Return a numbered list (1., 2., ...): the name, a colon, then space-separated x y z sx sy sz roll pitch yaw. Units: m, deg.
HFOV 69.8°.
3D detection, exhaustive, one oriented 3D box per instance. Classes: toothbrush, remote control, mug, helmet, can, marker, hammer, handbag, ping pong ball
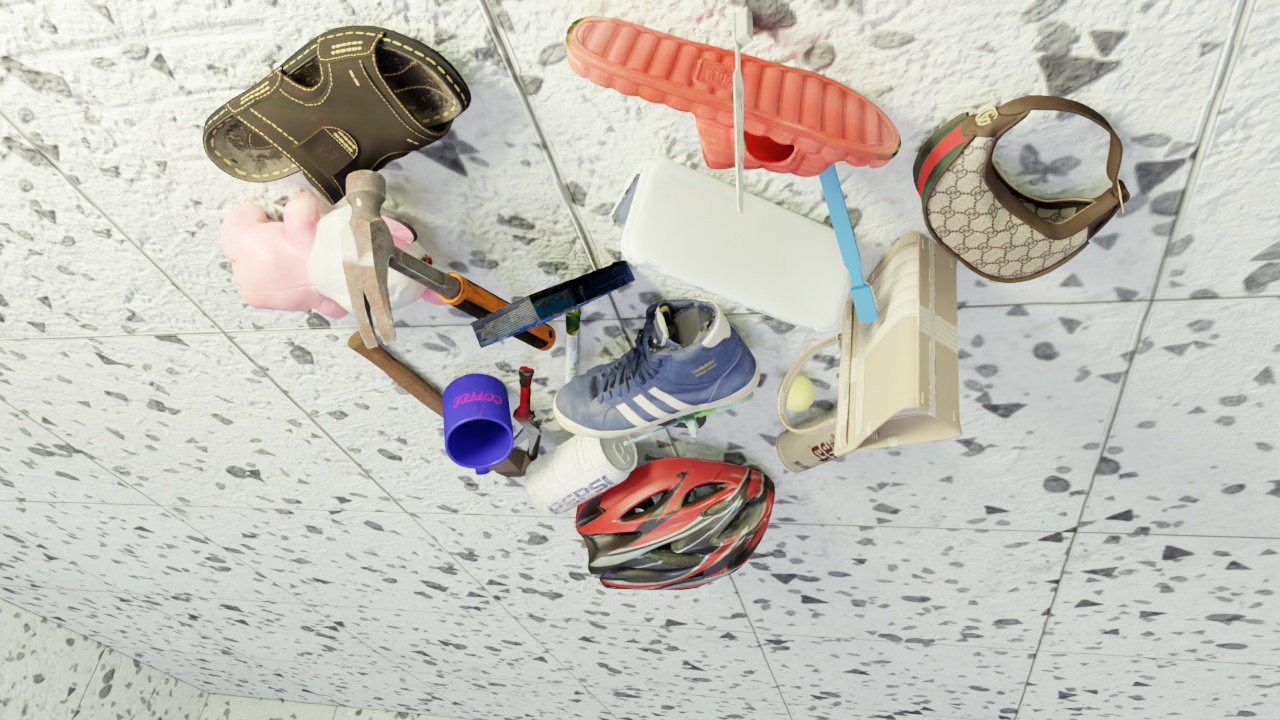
1. toothbrush: 0.067 -0.166 0.592 0.010 0.181 0.010 -23 140 35
2. remote control: 0.018 0.068 1.115 0.124 0.009 0.046 2 146 12
3. mug: -0.193 0.084 1.092 0.079 0.083 0.111 -5 127 -10
4. helmet: 0.049 0.216 1.217 0.272 0.166 0.217 -15 147 14
5. can: 0.220 0.084 1.046 0.054 0.054 0.136 28 142 -26
6. can: -0.075 0.135 1.148 0.136 0.078 0.078 -32 130 33
7. marker: -0.075 -0.012 1.011 0.017 0.017 0.147 9 146 1
8. hammer: -0.244 0.063 1.157 0.115 0.033 0.323 -10 141 30
9. toothbrush: 0.169 -0.106 0.758 0.016 0.014 0.167 -10 116 26
10. hammer: -0.161 -0.048 0.848 0.035 0.137 0.314 -12 162 20
11. handbag: 0.193 0.007 0.832 0.062 0.175 0.198 26 146 -24
12. ping pong ball: 0.170 0.036 0.998 0.040 0.040 0.040 7 147 4
13. handbag: 0.297 -0.131 0.702 0.166 0.063 0.139 30 132 -27

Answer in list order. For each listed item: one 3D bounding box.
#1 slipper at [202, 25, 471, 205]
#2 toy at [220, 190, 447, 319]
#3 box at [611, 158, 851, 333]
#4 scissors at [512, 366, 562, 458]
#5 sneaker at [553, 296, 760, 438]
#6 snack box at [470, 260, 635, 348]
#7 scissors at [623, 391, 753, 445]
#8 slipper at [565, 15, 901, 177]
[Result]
1. slipper: -0.257 -0.187 0.741 0.268 0.075 0.113 -10 143 27
2. toy: -0.293 -0.092 0.886 0.213 0.084 0.142 1 138 13
3. box: 0.074 -0.098 0.811 0.215 0.106 0.125 21 174 -18
4. scissors: -0.118 0.063 1.096 0.180 0.015 0.187 -13 140 22
5. sneaker: -0.004 0.006 0.942 0.233 0.091 0.118 -10 145 17
6. snack box: -0.079 -0.054 0.851 0.082 0.149 0.027 -23 93 39
7. scissors: 0.057 0.059 1.003 0.167 0.171 0.023 -11 102 -3
8. slipper: 0.063 -0.176 0.653 0.248 0.103 0.059 16 132 -5
